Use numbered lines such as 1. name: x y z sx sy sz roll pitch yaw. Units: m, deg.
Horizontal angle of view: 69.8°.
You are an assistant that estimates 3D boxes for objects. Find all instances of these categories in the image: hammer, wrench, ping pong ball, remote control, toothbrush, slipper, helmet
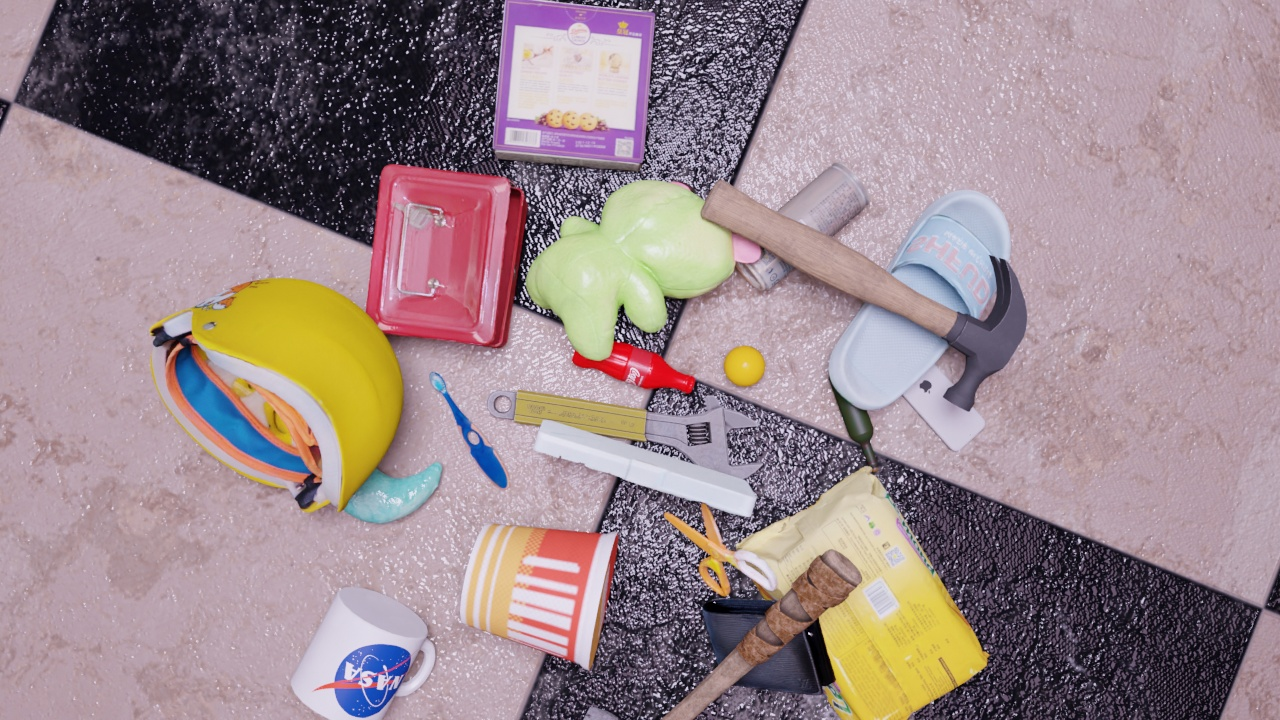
1. hammer: 0.077 0.283 0.832 0.121 0.048 0.319 41 111 2
2. wrench: -0.014 0.065 0.894 0.273 0.018 0.083 8 90 -3
3. hammer: 0.198 -0.079 0.818 0.305 0.040 0.132 27 102 -5
4. ping pong ball: 0.101 0.005 0.889 0.040 0.040 0.040 0 90 -3
5. remote control: 0.282 0.024 0.915 0.045 0.008 0.146 -42 92 -3
6. toothbrush: -0.166 0.068 0.886 0.021 0.017 0.135 -33 92 0
7. slipper: 0.275 -0.056 0.874 0.104 0.074 0.245 40 81 -4
8. helmet: -0.303 0.016 0.802 0.139 0.241 0.209 -50 121 -35

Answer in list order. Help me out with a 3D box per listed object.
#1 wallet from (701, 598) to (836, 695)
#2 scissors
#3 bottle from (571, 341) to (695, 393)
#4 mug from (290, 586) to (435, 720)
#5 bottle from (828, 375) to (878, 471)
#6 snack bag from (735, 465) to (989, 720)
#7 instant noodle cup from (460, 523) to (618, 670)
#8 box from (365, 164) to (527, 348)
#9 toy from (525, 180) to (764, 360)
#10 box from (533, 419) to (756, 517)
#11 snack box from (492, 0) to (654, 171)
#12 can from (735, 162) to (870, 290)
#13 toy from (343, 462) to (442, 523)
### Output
1. wallet: 0.117 0.270 0.863 0.115 0.026 0.089 -9 106 34
2. scissors: 0.078 0.181 0.860 0.011 0.128 0.125 -45 131 -36
3. bottle: -0.005 0.005 0.885 0.119 0.036 0.036 19 89 -4
4. mug: -0.247 0.277 0.854 0.121 0.091 0.090 29 88 -38
5. bottle: 0.213 0.059 0.903 0.025 0.025 0.106 -20 91 -3
6. snack bag: 0.220 0.240 0.883 0.159 0.068 0.247 -33 92 -4
7. instant noodle cup: -0.093 0.209 0.845 0.121 0.123 0.123 11 89 4
8. box: -0.178 -0.094 0.855 0.129 0.092 0.157 9 93 -1
9. toy: -0.006 -0.097 0.845 0.197 0.107 0.150 -41 61 -2
10. box: 0.000 0.095 0.836 0.197 0.134 0.041 19 90 -3
11. snack box: -0.064 -0.263 0.879 0.143 0.040 0.148 5 90 -3
12. can: 0.153 -0.128 0.885 0.135 0.054 0.054 -41 92 -3
13. toy: -0.250 0.112 0.876 0.105 0.033 0.085 31 79 -1
